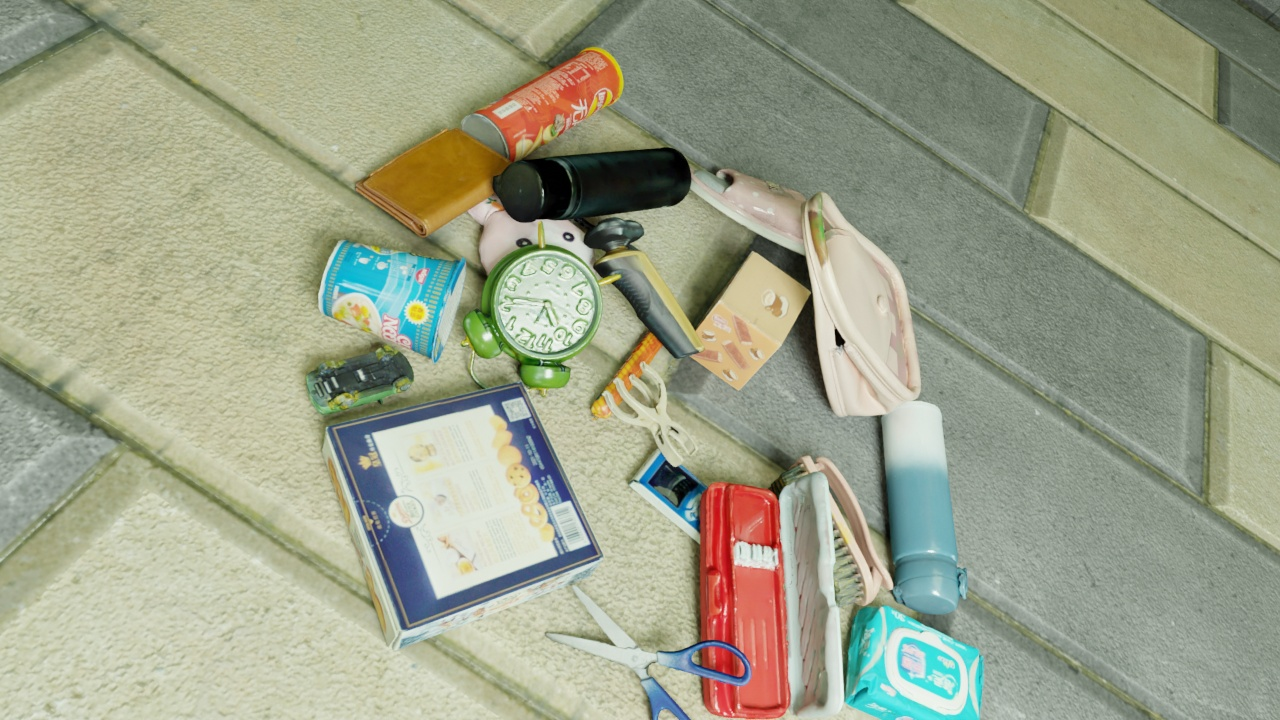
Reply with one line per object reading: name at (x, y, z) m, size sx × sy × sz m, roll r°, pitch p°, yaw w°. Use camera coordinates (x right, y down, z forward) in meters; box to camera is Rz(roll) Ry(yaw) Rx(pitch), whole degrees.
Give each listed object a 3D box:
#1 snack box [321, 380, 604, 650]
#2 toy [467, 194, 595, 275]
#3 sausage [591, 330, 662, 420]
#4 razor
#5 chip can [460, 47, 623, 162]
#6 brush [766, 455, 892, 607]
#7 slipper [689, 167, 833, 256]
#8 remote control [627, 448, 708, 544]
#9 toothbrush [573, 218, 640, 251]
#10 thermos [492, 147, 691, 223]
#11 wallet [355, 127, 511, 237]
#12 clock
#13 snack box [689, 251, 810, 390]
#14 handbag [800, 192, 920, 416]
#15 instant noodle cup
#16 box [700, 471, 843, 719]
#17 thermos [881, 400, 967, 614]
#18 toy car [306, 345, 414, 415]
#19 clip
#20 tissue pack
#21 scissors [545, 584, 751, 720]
snack box at (-0.147, 0.119, 0.761) m, size 0.182 × 0.046 × 0.178 m, roll -13°, pitch 65°, yaw -32°
toy at (-0.116, -0.123, 0.940) m, size 0.121 × 0.054 × 0.159 m, roll -16°, pitch 58°, yaw -33°
sausage at (-0.005, 0.005, 0.921) m, size 0.021 × 0.022 × 0.164 m, roll 36°, pitch 50°, yaw 1°
razor at (0.009, -0.072, 0.922) m, size 0.067 × 0.062 × 0.167 m, roll -40°, pitch 98°, yaw -27°
chip can at (-0.107, -0.286, 1.038) m, size 0.073 × 0.073 × 0.215 m, roll 41°, pitch 50°, yaw 5°
brush at (0.183, 0.164, 0.875) m, size 0.073 × 0.063 × 0.145 m, roll -19°, pitch 68°, yaw -23°
slipper at (0.178, -0.169, 1.084) m, size 0.274 × 0.054 × 0.114 m, roll 25°, pitch 21°, yaw -11°
remote control at (0.049, 0.138, 0.855) m, size 0.125 × 0.024 × 0.048 m, roll 40°, pitch 50°, yaw 3°
toothbrush at (-0.072, -0.155, 1.006) m, size 0.189 × 0.014 × 0.016 m, roll 32°, pitch 72°, yaw -1°
thermos at (-0.050, -0.191, 0.971) m, size 0.090 × 0.068 × 0.241 m, roll 27°, pitch 27°, yaw 31°
wallet at (-0.211, -0.189, 0.934) m, size 0.119 × 0.035 × 0.130 m, roll 32°, pitch 53°, yaw 23°
clock at (-0.099, -0.038, 0.859) m, size 0.116 × 0.056 × 0.161 m, roll 32°, pitch 86°, yaw -12°
snack box at (0.110, -0.041, 0.960) m, size 0.077 × 0.095 × 0.092 m, roll 36°, pitch 50°, yaw 0°
handbag at (0.212, -0.072, 0.956) m, size 0.234 × 0.093 × 0.192 m, roll 51°, pitch 34°, yaw -42°
instant noodle cup at (-0.223, -0.059, 0.822) m, size 0.110 × 0.099 × 0.099 m, roll 16°, pitch 52°, yaw -4°
box at (0.108, 0.195, 0.777) m, size 0.095 × 0.100 × 0.200 m, roll 9°, pitch 64°, yaw -19°
thermos at (0.286, 0.147, 0.935) m, size 0.070 × 0.070 × 0.220 m, roll 17°, pitch 52°, yaw -15°
toy car at (-0.241, 0.019, 0.790) m, size 0.091 × 0.036 × 0.043 m, roll -19°, pitch 67°, yaw -33°
clip at (0.019, 0.044, 0.872) m, size 0.104 × 0.035 × 0.086 m, roll 36°, pitch 49°, yaw -2°
tissue pack at (0.251, 0.287, 0.832) m, size 0.133 × 0.050 × 0.093 m, roll 26°, pitch 50°, yaw -8°
scissors at (0.008, 0.253, 0.741) m, size 0.162 × 0.012 × 0.162 m, roll -8°, pitch 84°, yaw 4°
